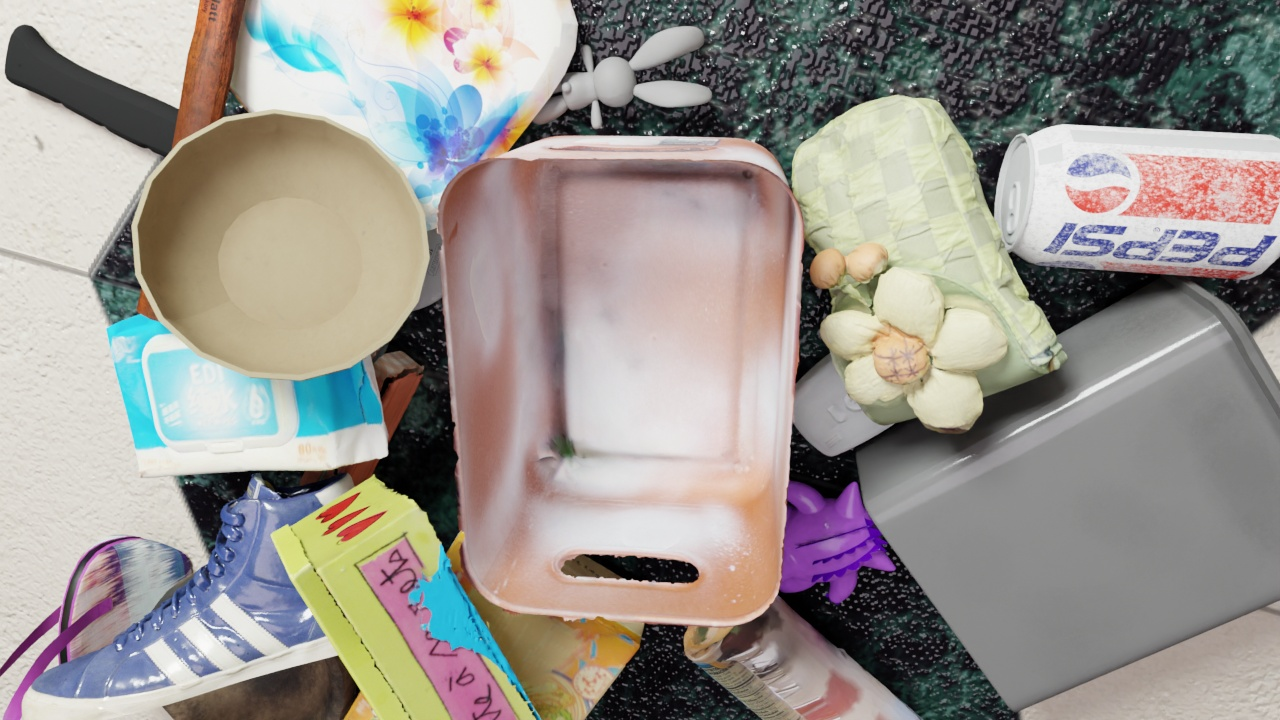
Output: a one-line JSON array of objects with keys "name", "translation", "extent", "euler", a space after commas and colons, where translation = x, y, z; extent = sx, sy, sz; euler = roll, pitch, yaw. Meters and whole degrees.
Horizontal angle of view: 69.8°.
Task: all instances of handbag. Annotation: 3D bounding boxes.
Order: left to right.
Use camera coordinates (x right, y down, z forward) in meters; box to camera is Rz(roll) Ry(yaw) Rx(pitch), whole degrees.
[{"name": "handbag", "translation": [-0.405, 0.212, 0.666], "extent": [0.068, 0.169, 0.145], "euler": [9, 111, 4]}, {"name": "handbag", "translation": [0.137, -0.049, 0.500], "extent": [0.113, 0.116, 0.186], "euler": [-26, 86, 41]}]

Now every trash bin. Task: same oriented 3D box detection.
[{"name": "trash bin", "translation": [-0.003, 0.003, 0.541], "extent": [0.181, 0.157, 0.260], "euler": [2, 110, 7]}, {"name": "trash bin", "translation": [0.278, 0.085, 0.565], "extent": [0.220, 0.097, 0.192], "euler": [-33, 103, 19]}]

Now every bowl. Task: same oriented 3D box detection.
[{"name": "bowl", "translation": [-0.289, 0.220, 0.707], "extent": [0.162, 0.070, 0.162], "euler": [3, 111, 7]}, {"name": "bowl", "translation": [-0.200, -0.061, 0.524], "extent": [0.152, 0.050, 0.152], "euler": [3, 81, -17]}]

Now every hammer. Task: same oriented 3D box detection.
[{"name": "hammer", "translation": [-0.252, -0.166, 0.536], "extent": [0.111, 0.028, 0.301], "euler": [20, 102, 12]}, {"name": "hammer", "translation": [-0.260, -0.128, 0.597], "extent": [0.323, 0.029, 0.127], "euler": [24, 112, -1]}]

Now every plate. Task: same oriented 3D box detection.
[{"name": "plate", "translation": [-0.149, -0.188, 0.540], "extent": [0.187, 0.016, 0.187], "euler": [42, 105, -2]}]

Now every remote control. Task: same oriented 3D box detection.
[{"name": "remote control", "translation": [0.149, 0.013, 0.591], "extent": [0.114, 0.028, 0.060], "euler": [-40, 99, 19]}]

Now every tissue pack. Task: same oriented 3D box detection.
[{"name": "tissue pack", "translation": [-0.255, 0.016, 0.605], "extent": [0.210, 0.066, 0.117], "euler": [-5, 97, 22]}]

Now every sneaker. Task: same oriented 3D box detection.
[{"name": "sneaker", "translation": [-0.283, 0.143, 0.592], "extent": [0.233, 0.091, 0.118], "euler": [-11, 96, -11]}]

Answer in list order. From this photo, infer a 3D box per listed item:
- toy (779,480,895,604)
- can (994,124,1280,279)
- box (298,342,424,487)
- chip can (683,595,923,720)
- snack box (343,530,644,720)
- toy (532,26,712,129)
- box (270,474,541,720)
[{"name": "toy", "translation": [0.122, 0.124, 0.621], "extent": [0.088, 0.055, 0.106], "euler": [-22, 106, 17]}, {"name": "can", "translation": [0.276, -0.088, 0.508], "extent": [0.136, 0.078, 0.078], "euler": [5, 111, 6]}, {"name": "box", "translation": [-0.207, 0.071, 0.656], "extent": [0.057, 0.060, 0.187], "euler": [15, 117, -33]}, {"name": "chip can", "translation": [0.139, 0.251, 0.658], "extent": [0.229, 0.079, 0.080], "euler": [41, 110, -8]}, {"name": "snack box", "translation": [-0.103, 0.215, 0.674], "extent": [0.145, 0.080, 0.196], "euler": [32, 111, -4]}, {"name": "toy", "translation": [-0.016, -0.166, 0.547], "extent": [0.112, 0.030, 0.049], "euler": [-7, 95, 16]}, {"name": "box", "translation": [-0.129, 0.184, 0.549], "extent": [0.082, 0.124, 0.221], "euler": [-34, 108, -23]}]
